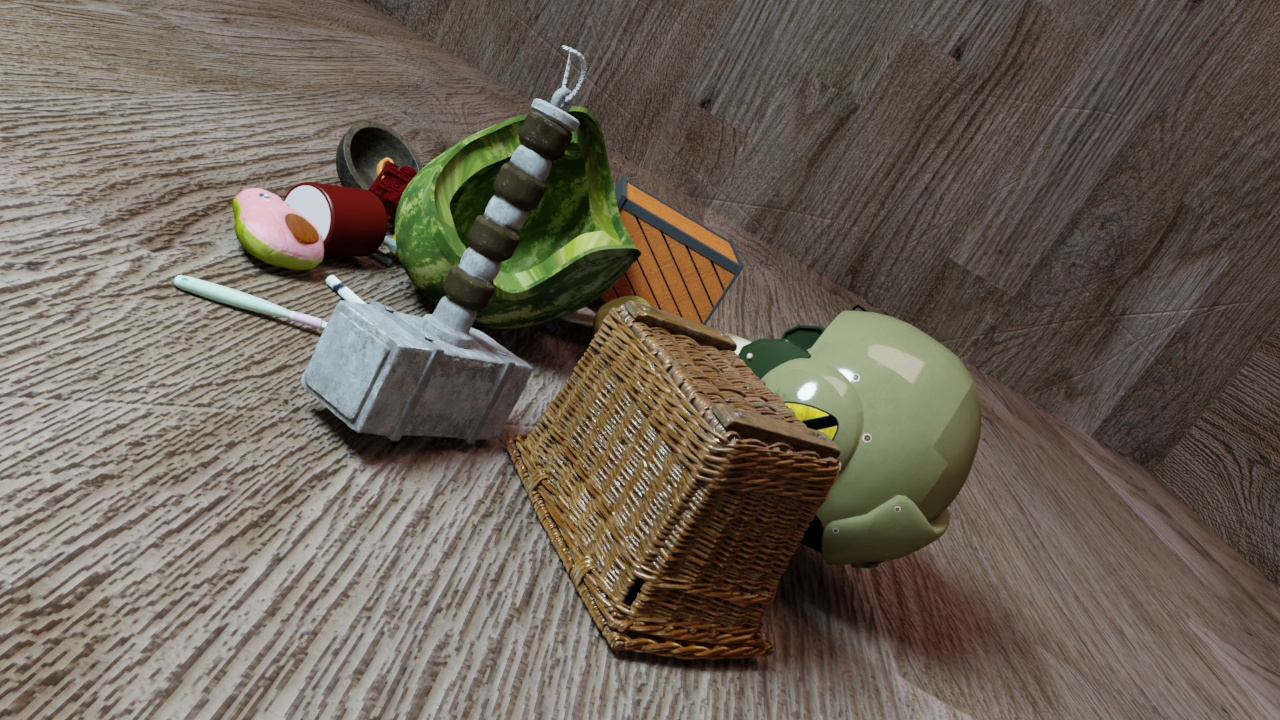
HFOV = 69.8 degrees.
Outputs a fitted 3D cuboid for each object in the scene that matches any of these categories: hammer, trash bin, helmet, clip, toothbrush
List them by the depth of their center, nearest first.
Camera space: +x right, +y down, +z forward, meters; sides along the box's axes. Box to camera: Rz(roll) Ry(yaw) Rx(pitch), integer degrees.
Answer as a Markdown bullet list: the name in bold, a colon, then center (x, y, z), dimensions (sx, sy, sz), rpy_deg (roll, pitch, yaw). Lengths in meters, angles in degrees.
- **hammer**: center (-0.119, -0.088, 0.721), dimensions (0.079, 0.326, 0.176), rpy_deg (33, 10, 27)
- **toothbrush**: center (-0.318, -0.044, 0.788), dimensions (0.154, 0.015, 0.022), rpy_deg (20, 52, -30)
- **helmet**: center (0.193, 0.080, 0.869), dimensions (0.233, 0.256, 0.249), rpy_deg (34, 17, 15)
- **toothbrush**: center (-0.240, -0.027, 0.883), dimensions (0.187, 0.012, 0.017), rpy_deg (38, 5, 20)
- **helmet**: center (-0.138, -0.143, 1.006), dimensions (0.243, 0.247, 0.213), rpy_deg (90, -18, -83)
- **clip**: center (-0.311, -0.137, 1.038), dimensions (0.076, 0.044, 0.023), rpy_deg (26, 16, -11)
- **trash bin**: center (0.016, -0.124, 1.187), dimensions (0.172, 0.140, 0.139), rpy_deg (29, 18, -11)

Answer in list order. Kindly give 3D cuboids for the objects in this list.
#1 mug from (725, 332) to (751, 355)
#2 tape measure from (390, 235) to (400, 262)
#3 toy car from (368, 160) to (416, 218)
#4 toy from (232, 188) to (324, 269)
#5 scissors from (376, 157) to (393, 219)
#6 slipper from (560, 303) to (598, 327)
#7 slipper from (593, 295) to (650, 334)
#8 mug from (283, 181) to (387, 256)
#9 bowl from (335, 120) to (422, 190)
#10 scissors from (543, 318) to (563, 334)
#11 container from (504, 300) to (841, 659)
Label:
- **mug**: center (0.104, 0.011, 1.215), dimensions (0.100, 0.096, 0.120), rpy_deg (30, 19, 32)
- **tape measure**: center (-0.267, -0.129, 1.085), dimensions (0.059, 0.030, 0.068), rpy_deg (38, 16, 20)
- **toy car**: center (-0.252, -0.173, 1.138), dimensions (0.170, 0.062, 0.070), rpy_deg (29, 52, -13)
- **toy**: center (-0.360, -0.130, 0.894), dimensions (0.110, 0.051, 0.090), rpy_deg (41, 18, 30)
- **scissors**: center (-0.292, -0.201, 1.171), dimensions (0.130, 0.011, 0.125), rpy_deg (-19, 86, -53)
- **slipper**: center (-0.033, -0.046, 1.219), dimensions (0.262, 0.052, 0.115), rpy_deg (14, 27, -46)
- **slipper**: center (-0.006, 0.006, 1.077), dimensions (0.082, 0.091, 0.190), rpy_deg (73, 1, -47)
- **mug**: center (-0.337, -0.149, 0.975), dimensions (0.106, 0.073, 0.082), rpy_deg (7, 7, 24)
- **bowl**: center (-0.345, -0.241, 1.186), dimensions (0.121, 0.056, 0.121), rpy_deg (28, 51, -41)
- **scissors**: center (-0.130, -0.075, 1.188), dimensions (0.146, 0.019, 0.133), rpy_deg (37, 20, 13)
- **container**: center (0.029, 0.083, 0.735), dimensions (0.162, 0.183, 0.250), rpy_deg (16, 23, -36)
